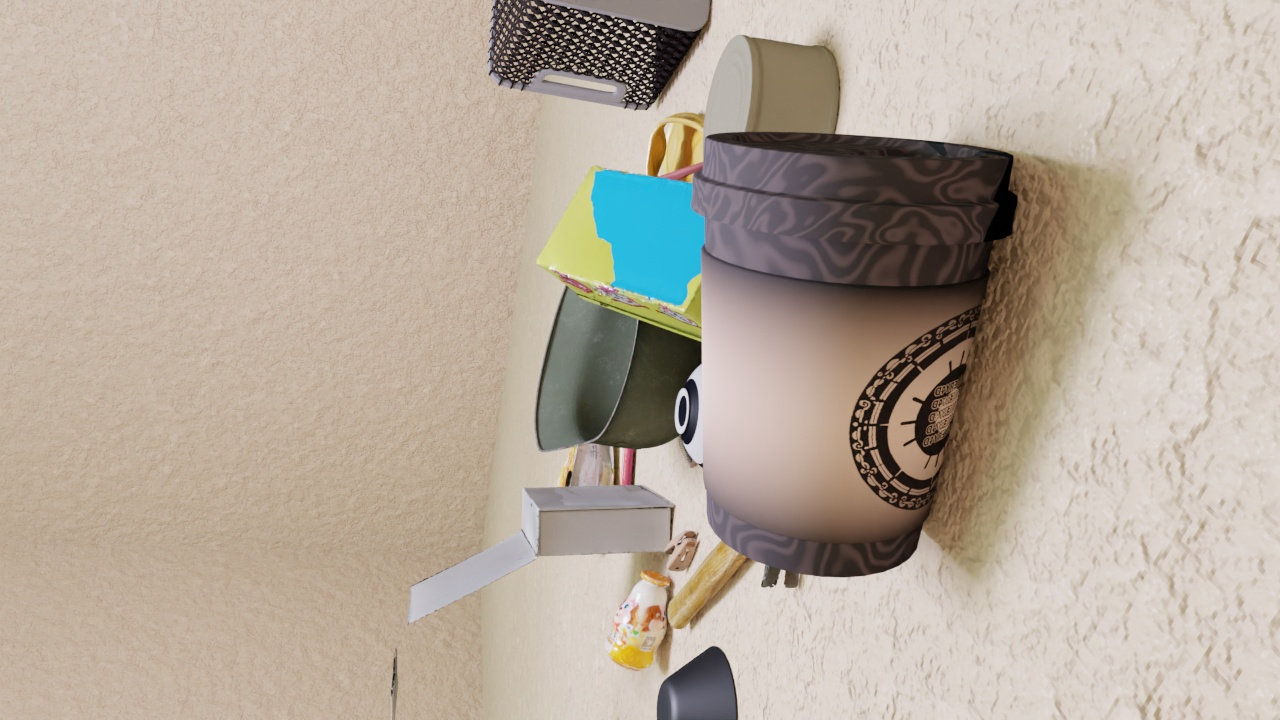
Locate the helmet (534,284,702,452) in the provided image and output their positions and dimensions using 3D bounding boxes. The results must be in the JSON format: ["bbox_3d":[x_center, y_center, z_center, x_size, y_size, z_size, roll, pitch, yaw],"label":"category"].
[{"bbox_3d":[-0.006,0.006,0.990,0.268,0.153,0.227,-163,87,-75],"label":"helmet"}]

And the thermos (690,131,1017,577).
[{"bbox_3d":[0.109,-0.008,0.525,0.172,0.172,0.226,-122,33,-68],"label":"thermos"}]

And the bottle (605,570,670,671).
[{"bbox_3d":[0.002,0.299,1.060,0.063,0.063,0.109,-158,88,-76],"label":"bottle"}]

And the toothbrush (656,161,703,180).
[{"bbox_3d":[0.047,-0.190,0.943,0.190,0.016,0.016,-2,95,58],"label":"toothbrush"}]

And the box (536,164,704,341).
[{"bbox_3d":[0.017,-0.098,0.828,0.221,0.079,0.124,20,79,45],"label":"box"}]

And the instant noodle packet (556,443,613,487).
[{"bbox_3d":[-0.085,0.162,1.407,0.163,0.084,0.221,116,162,-56],"label":"instant noodle packet"}]

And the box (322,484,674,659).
[{"bbox_3d":[-0.173,0.227,1.105,0.166,0.418,0.108,-177,74,-77],"label":"box"}]

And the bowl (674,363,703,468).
[{"bbox_3d":[0.070,0.049,0.853,0.120,0.066,0.120,-176,91,-77],"label":"bowl"}]

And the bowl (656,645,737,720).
[{"bbox_3d":[0.046,0.337,0.876,0.124,0.052,0.124,-176,91,-77],"label":"bowl"}]

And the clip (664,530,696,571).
[{"bbox_3d":[0.045,0.200,1.001,0.045,0.025,0.061,-102,29,-47],"label":"clip"}]

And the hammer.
[{"bbox_3d":[0.079,0.186,0.850,0.331,0.033,0.132,113,157,-54],"label":"hammer"}]

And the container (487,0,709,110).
[{"bbox_3d":[-0.052,-0.500,1.192,0.244,0.247,0.245,166,109,-72],"label":"container"}]

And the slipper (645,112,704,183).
[{"bbox_3d":[0.047,-0.219,1.025,0.263,0.078,0.100,-121,38,-64],"label":"slipper"}]

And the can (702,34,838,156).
[{"bbox_3d":[0.106,-0.206,0.778,0.128,0.073,0.128,-176,91,-77],"label":"can"}]

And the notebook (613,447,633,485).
[{"bbox_3d":[-0.031,0.156,1.347,0.153,0.012,0.208,154,121,-76],"label":"notebook"}]

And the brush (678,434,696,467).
[{"bbox_3d":[0.048,0.063,1.050,0.135,0.015,0.050,-106,25,-56],"label":"brush"}]
